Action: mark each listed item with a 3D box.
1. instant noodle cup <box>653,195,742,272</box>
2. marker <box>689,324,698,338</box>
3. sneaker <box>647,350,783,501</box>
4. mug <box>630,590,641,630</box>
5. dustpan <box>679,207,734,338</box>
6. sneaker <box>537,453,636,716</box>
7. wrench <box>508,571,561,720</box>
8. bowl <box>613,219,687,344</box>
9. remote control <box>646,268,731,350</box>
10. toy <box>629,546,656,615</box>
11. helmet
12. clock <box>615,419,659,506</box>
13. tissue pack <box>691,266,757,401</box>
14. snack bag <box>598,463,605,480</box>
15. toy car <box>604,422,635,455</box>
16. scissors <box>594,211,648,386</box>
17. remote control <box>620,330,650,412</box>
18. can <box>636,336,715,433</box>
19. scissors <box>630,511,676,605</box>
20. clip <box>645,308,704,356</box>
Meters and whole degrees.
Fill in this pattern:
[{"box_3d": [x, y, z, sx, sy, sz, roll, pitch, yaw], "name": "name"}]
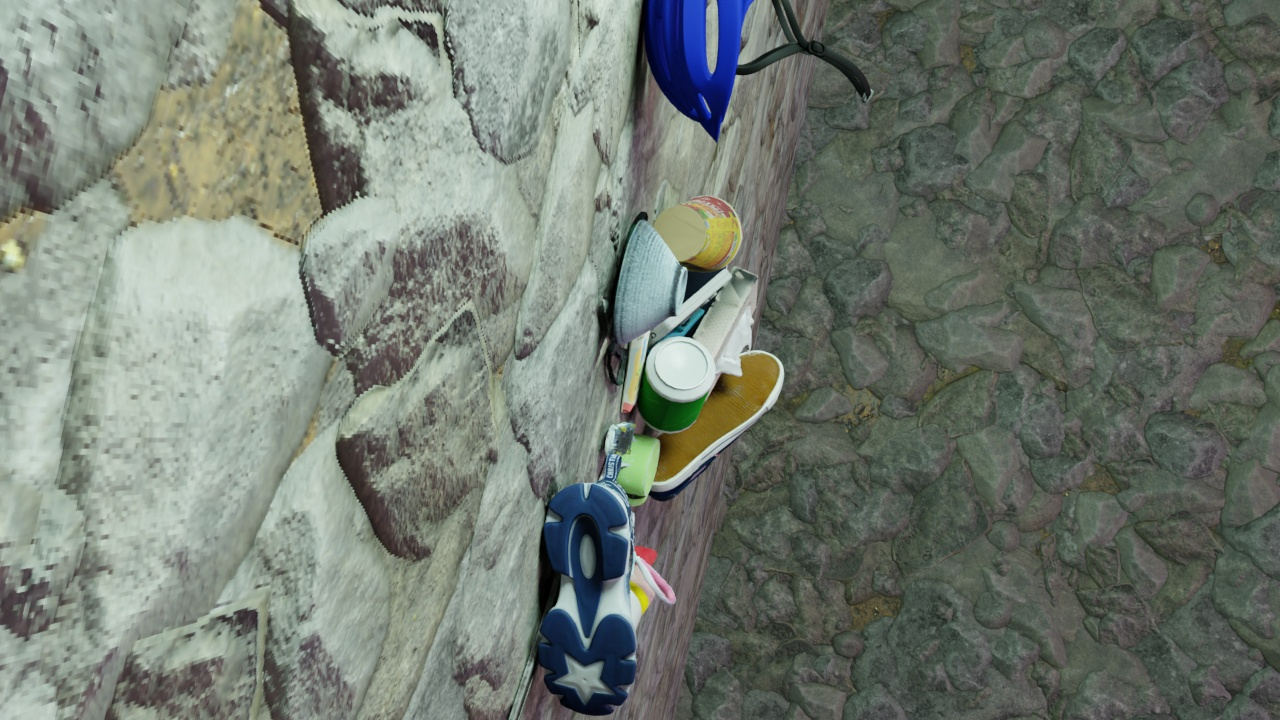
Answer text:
[{"box_3d": [0.066, -0.161, 1.154, 0.112, 0.100, 0.100, -14, 116, -68], "name": "instant noodle cup"}, {"box_3d": [0.046, 0.015, 1.315, 0.152, 0.011, 0.011, -59, 168, 1], "name": "marker"}, {"box_3d": [0.107, 0.106, 1.398, 0.294, 0.121, 0.127, -43, 150, -18], "name": "sneaker"}, {"box_3d": [-0.057, 0.340, 1.123, 0.112, 0.078, 0.096, -52, -179, 26], "name": "mug"}, {"box_3d": [0.078, -0.074, 1.392, 0.272, 0.080, 0.237, -74, 170, -53], "name": "dustpan"}, {"box_3d": [-0.042, 0.239, 0.975, 0.132, 0.103, 0.270, -49, 141, -71], "name": "sneaker"}, {"box_3d": [-0.113, 0.318, 0.961, 0.070, 0.010, 0.272, 82, 23, -60], "name": "wrench"}, {"box_3d": [0.017, -0.078, 0.983, 0.137, 0.057, 0.137, 13, 89, -81], "name": "bowl"}, {"box_3d": [0.063, -0.067, 1.190, 0.150, 0.019, 0.074, -41, -179, -37], "name": "remote control"}, {"box_3d": [-0.035, 0.328, 1.251, 0.124, 0.097, 0.131, -50, -159, 37], "name": "toy"}, {"box_3d": [0.118, -0.324, 0.864, 0.147, 0.228, 0.242, -75, 175, -70], "name": "helmet"}, {"box_3d": [-0.003, 0.144, 1.244, 0.119, 0.042, 0.094, 81, 24, -62], "name": "clock"}, {"box_3d": [0.121, -0.032, 1.306, 0.181, 0.071, 0.104, -62, 161, -25], "name": "tissue pack"}, {"box_3d": [-0.053, 0.182, 1.110, 0.057, 0.013, 0.157, 91, 16, -51], "name": "snack bag"}, {"box_3d": [-0.026, 0.095, 1.108, 0.089, 0.027, 0.038, 6, 93, -78], "name": "toy car"}, {"box_3d": [-0.018, -0.064, 1.017, 0.202, 0.015, 0.205, 75, 29, -71], "name": "scissors"}, {"box_3d": [-0.007, 0.007, 1.142, 0.038, 0.018, 0.126, -55, 157, -63], "name": "remote control"}, {"box_3d": [0.044, 0.034, 1.189, 0.140, 0.088, 0.087, 104, 3, -64], "name": "can"}, {"box_3d": [-0.008, 0.246, 1.202, 0.170, 0.013, 0.176, 50, 13, -26], "name": "scissors"}, {"box_3d": [0.043, -0.034, 1.243, 0.116, 0.026, 0.097, -21, 131, -57], "name": "clip"}]
